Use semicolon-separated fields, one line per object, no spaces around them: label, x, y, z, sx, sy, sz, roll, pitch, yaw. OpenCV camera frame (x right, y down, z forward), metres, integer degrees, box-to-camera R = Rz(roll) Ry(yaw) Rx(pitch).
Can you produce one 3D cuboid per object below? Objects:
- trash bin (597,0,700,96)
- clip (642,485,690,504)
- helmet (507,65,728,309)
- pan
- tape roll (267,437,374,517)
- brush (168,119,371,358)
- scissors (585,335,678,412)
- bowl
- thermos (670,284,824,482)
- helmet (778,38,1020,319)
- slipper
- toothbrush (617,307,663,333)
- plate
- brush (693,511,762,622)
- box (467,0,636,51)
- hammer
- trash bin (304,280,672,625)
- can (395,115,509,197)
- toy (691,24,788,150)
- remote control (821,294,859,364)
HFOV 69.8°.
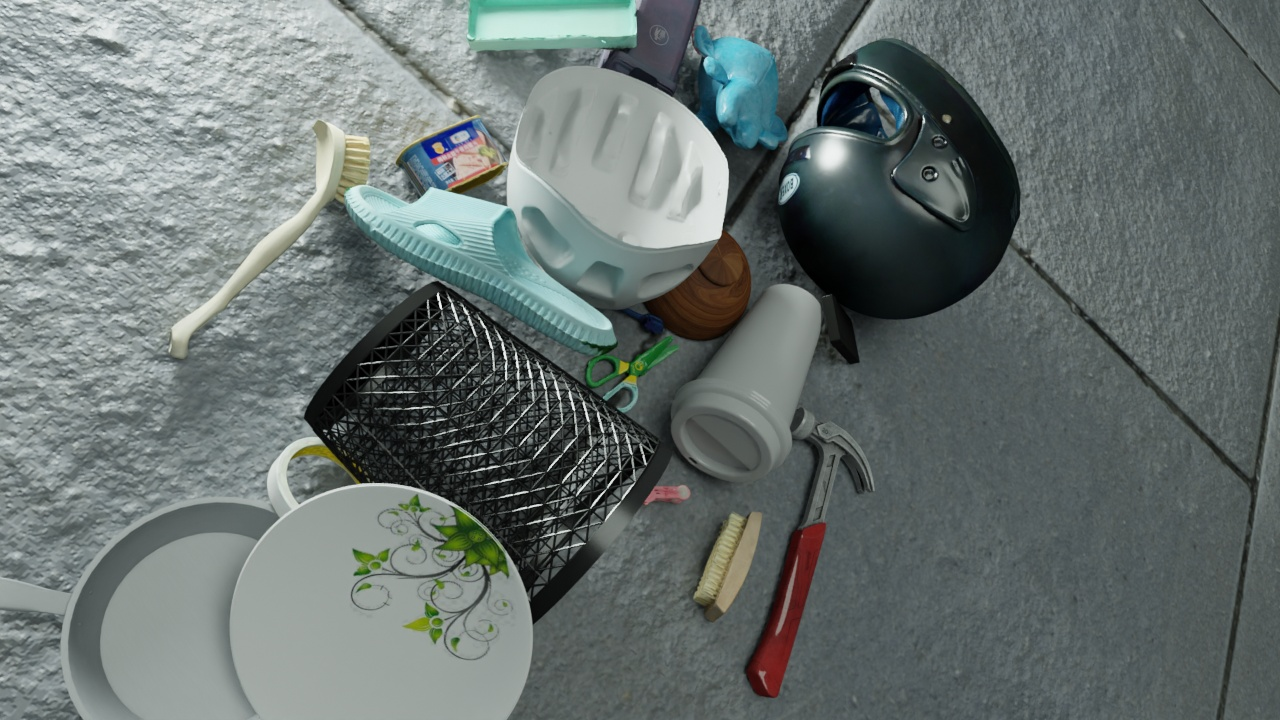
trash bin;0.005;-0.371;1.082;0.093;0.092;0.160;25;67;-20
clip;0.026;0.138;0.949;0.060;0.044;0.023;16;62;-39
helmet;-0.028;-0.185;0.938;0.224;0.184;0.281;16;63;-23
pan;-0.399;0.185;0.680;0.356;0.051;0.200;18;65;-24
tape roll;-0.267;0.109;0.776;0.094;0.019;0.093;33;33;-25
brush;-0.329;-0.109;0.825;0.077;0.062;0.271;34;64;-11
scissors;0.000;0.013;0.990;0.130;0.014;0.071;-25;87;-33
bowl;0.073;-0.102;1.037;0.147;0.069;0.147;10;69;-27
thermos;0.128;0.015;1.003;0.131;0.132;0.221;42;50;-11
helmet;0.280;-0.196;1.084;0.235;0.249;0.316;-34;91;-13
slipper;-0.133;-0.094;0.803;0.276;0.070;0.115;30;18;0
toothbrush;-0.056;-0.071;0.982;0.190;0.017;0.016;24;108;-20
plate;-0.195;0.205;0.703;0.229;0.030;0.229;0;94;1
brush;0.091;0.210;0.953;0.039;0.049;0.116;24;61;0
box;-0.097;-0.407;1.008;0.187;0.057;0.138;0;85;-1
hammer;0.181;0.215;1.014;0.126;0.036;0.314;32;61;-19
trash bin;-0.136;0.074;0.784;0.243;0.218;0.216;43;58;-3
can;-0.190;-0.200;0.931;0.099;0.054;0.059;-34;94;-33
toy;0.111;-0.309;1.108;0.183;0.115;0.180;45;37;-27
remote control;0.240;-0.035;1.095;0.133;0.013;0.058;29;51;-64
